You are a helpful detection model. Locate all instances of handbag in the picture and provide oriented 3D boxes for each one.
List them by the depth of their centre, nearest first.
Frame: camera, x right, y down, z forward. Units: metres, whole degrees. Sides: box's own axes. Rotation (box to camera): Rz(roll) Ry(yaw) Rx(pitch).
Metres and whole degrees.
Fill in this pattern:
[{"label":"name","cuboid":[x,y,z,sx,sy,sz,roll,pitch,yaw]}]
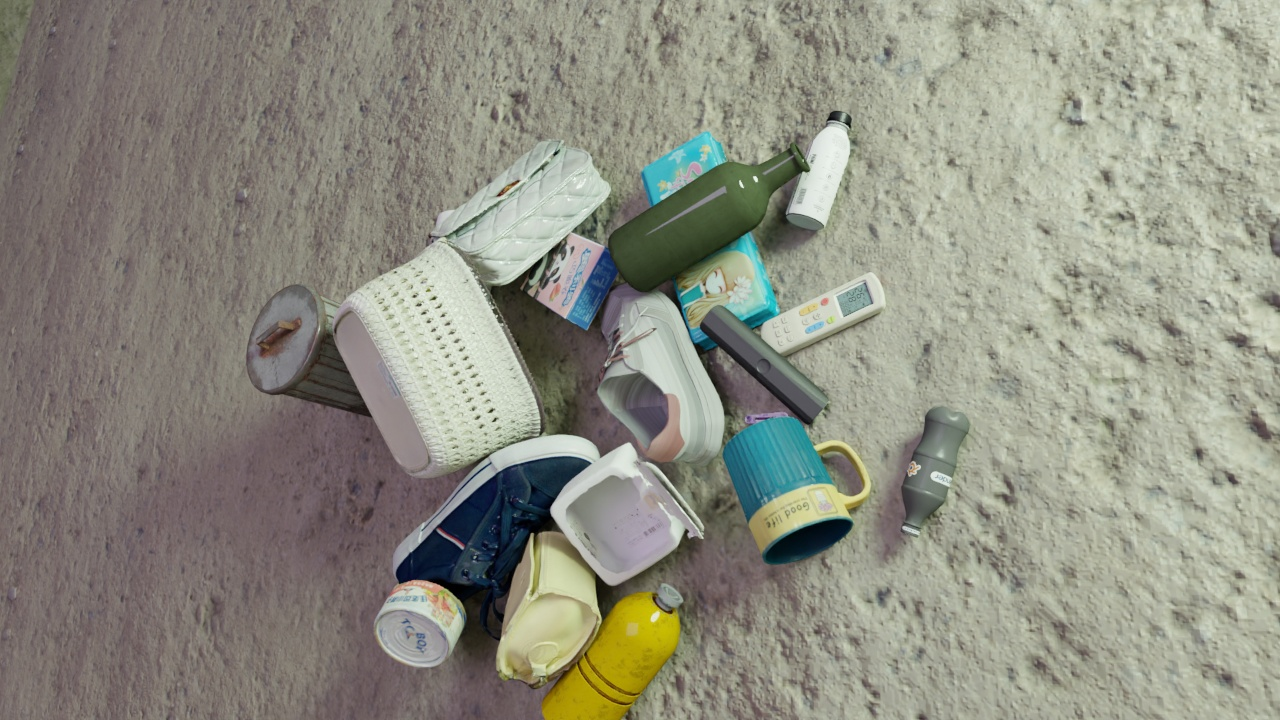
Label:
[{"label":"handbag","cuboid":[-0.092,0.242,0.886,0.111,0.081,0.119,-60,12,13]},{"label":"handbag","cuboid":[-0.141,-0.177,1.057,0.194,0.072,0.139,-44,38,-18]}]

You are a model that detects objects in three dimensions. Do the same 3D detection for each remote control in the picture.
[{"label":"remote control","cuboid":[0.173,-0.042,0.872,0.126,0.018,0.038,-26,61,25]},{"label":"remote control","cuboid":[0.117,0.003,0.875,0.147,0.015,0.033,43,107,21]}]

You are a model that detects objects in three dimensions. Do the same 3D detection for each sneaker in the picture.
[{"label":"sneaker","cuboid":[-0.005,0.005,0.917,0.099,0.089,0.236,-57,45,33]},{"label":"sneaker","cuboid":[-0.146,0.196,0.962,0.295,0.120,0.127,-41,43,20]}]

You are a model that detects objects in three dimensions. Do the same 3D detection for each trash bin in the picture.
[{"label":"trash bin","cuboid":[-0.359,-0.002,1.109,0.131,0.211,0.130,-12,67,31]}]

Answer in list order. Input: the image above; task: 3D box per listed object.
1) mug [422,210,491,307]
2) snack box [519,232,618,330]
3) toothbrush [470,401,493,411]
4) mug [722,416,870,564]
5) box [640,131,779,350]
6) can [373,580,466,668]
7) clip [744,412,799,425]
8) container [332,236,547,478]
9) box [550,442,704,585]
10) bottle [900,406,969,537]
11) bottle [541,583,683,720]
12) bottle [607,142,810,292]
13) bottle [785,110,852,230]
[{"label":"mug","cuboid":[-0.221,-0.121,1.135,0.083,0.082,0.106,-3,72,34]},{"label":"snack box","cuboid":[-0.079,-0.096,1.025,0.088,0.033,0.154,-61,30,3]},{"label":"toothbrush","cuboid":[-0.217,0.070,1.107,0.187,0.017,0.012,-24,78,26]},{"label":"mug","cuboid":[0.142,0.109,0.812,0.113,0.083,0.107,-19,56,-3]},{"label":"box","cuboid":[0.070,-0.128,0.963,0.094,0.039,0.226,-27,62,24]},{"label":"can","cuboid":[-0.227,0.272,0.947,0.086,0.086,0.043,-28,20,24]},{"label":"clip","cuboid":[0.124,0.058,0.871,0.052,0.033,0.013,-5,69,42]},{"label":"container","cuboid":[-0.217,0.007,0.984,0.185,0.142,0.251,-24,93,56]},{"label":"box","cuboid":[0.002,0.136,0.858,0.111,0.101,0.190,50,130,-5]},{"label":"bottle","cuboid":[0.241,0.093,0.764,0.036,0.036,0.110,17,84,38]},{"label":"bottle","cuboid":[-0.018,0.280,0.861,0.071,0.071,0.164,43,102,37]},{"label":"bottle","cuboid":[0.068,-0.145,0.900,0.207,0.071,0.071,-29,59,22]},{"label":"bottle","cuboid":[0.180,-0.189,0.903,0.041,0.041,0.116,16,84,38]}]
